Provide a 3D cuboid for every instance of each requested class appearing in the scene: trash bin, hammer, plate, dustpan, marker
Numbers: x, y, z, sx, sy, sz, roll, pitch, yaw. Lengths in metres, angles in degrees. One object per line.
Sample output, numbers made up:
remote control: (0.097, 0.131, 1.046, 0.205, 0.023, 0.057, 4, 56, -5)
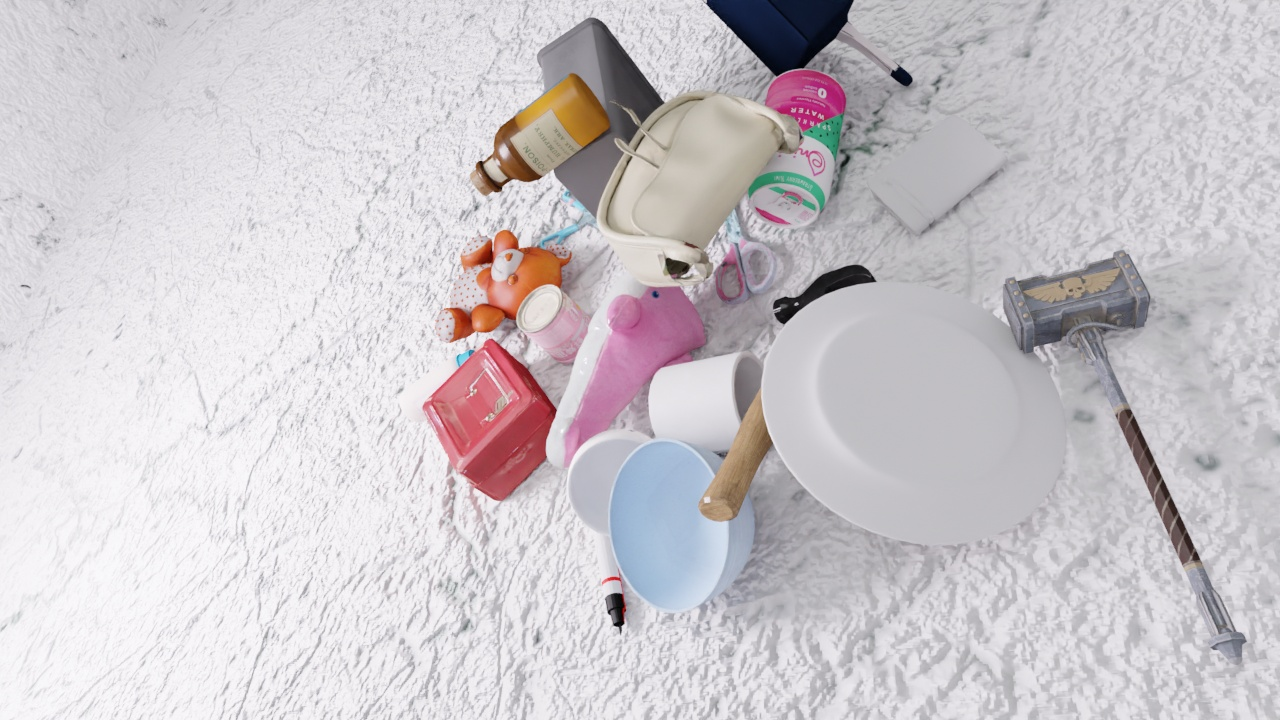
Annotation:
trash bin: (-0.029, -0.265, 1.104, 0.098, 0.192, 0.219, -26, 49, 20)
hammer: (0.128, 0.020, 0.799, 0.133, 0.040, 0.304, -21, 26, 44)
plate: (0.219, 0.030, 0.733, 0.242, 0.016, 0.242, 1, 57, -1)
dustpan: (0.175, -0.376, 1.008, 0.080, 0.273, 0.236, -45, 2, 7)
hammer: (0.359, 0.059, 0.664, 0.098, 0.044, 0.321, -14, 52, 13)
marker: (-0.031, 0.200, 0.898, 0.019, 0.019, 0.145, -30, 47, 17)

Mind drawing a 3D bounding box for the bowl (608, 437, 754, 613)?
bowl: (0.047, 0.145, 0.821, 0.151, 0.074, 0.150, -4, 84, 47)

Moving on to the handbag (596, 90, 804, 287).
handbag: (0.040, -0.187, 0.902, 0.184, 0.132, 0.228, 10, 59, 47)

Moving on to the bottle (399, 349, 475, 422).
bottle: (-0.237, 0.025, 1.158, 0.146, 0.051, 0.051, -33, 46, 15)

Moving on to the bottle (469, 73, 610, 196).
bottle: (-0.112, -0.228, 0.965, 0.157, 0.068, 0.067, -33, 46, 15)

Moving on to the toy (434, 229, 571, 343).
toy: (-0.176, -0.096, 1.167, 0.173, 0.093, 0.163, -8, 51, 31)

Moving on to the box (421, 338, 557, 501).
box: (-0.171, 0.062, 1.056, 0.129, 0.087, 0.158, -46, 43, 3)

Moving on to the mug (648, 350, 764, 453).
mug: (0.070, 0.058, 0.875, 0.090, 0.091, 0.121, -12, 71, 31)

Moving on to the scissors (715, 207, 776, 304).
scissors: (0.111, -0.133, 1.031, 0.077, 0.017, 0.173, -28, 43, 24)

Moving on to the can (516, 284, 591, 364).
can: (-0.097, -0.042, 1.078, 0.067, 0.076, 0.067, -20, 50, 25)

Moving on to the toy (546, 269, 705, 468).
toy: (-0.006, 0.006, 0.967, 0.128, 0.187, 0.265, 29, 75, 3)

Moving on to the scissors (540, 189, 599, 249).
scissors: (-0.088, -0.183, 1.217, 0.126, 0.015, 0.136, -47, 38, 1)

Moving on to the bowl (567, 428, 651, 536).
bowl: (-0.019, 0.116, 0.896, 0.105, 0.105, 0.054, -41, 13, 6)

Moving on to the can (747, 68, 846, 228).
can: (0.170, -0.232, 0.998, 0.088, 0.088, 0.165, -5, 58, 35)

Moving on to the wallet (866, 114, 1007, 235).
wallet: (0.294, -0.182, 0.913, 0.116, 0.032, 0.086, -36, 56, 9)
